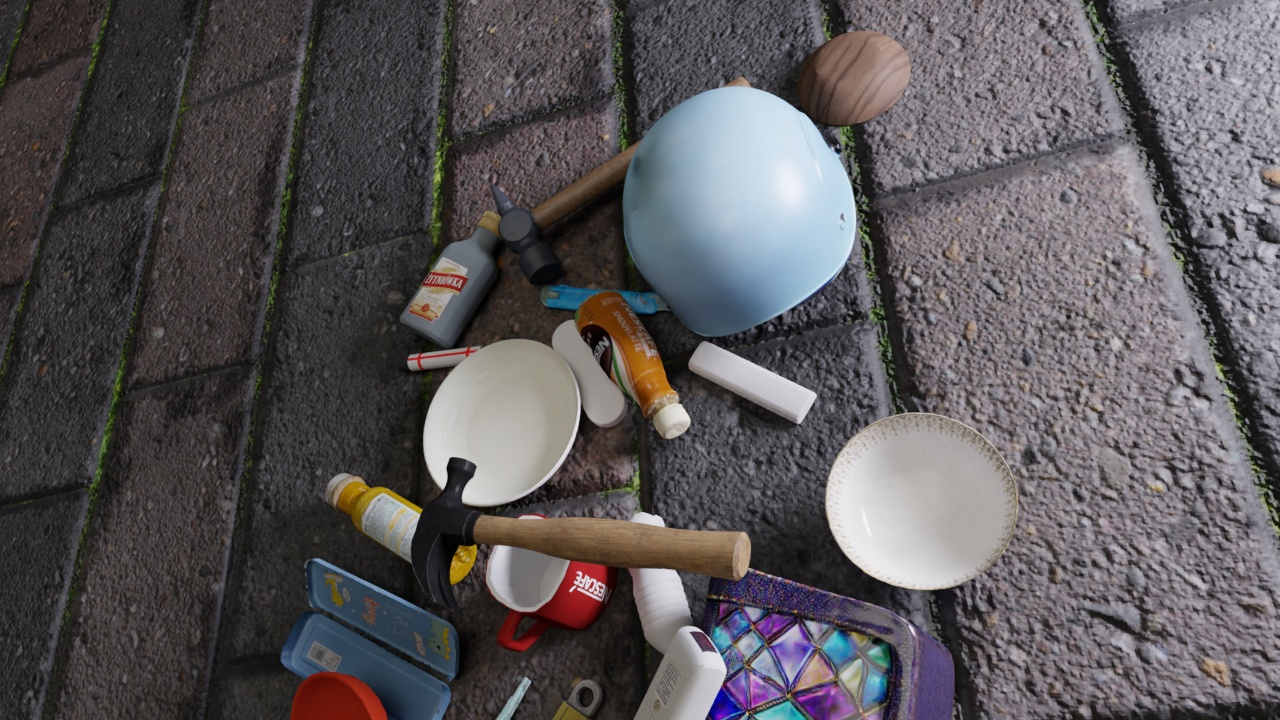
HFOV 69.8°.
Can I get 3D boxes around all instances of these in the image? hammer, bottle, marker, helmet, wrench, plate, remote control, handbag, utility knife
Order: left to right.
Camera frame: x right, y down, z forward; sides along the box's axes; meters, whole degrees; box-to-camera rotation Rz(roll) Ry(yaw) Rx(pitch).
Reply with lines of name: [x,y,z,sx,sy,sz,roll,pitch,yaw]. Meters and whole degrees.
bottle: [-0.251,0.168,0.943,0.186,0.053,0.053,21,77,31]
marker: [-0.206,-0.003,1.023,0.146,0.019,0.019,-6,64,22]
bottle: [-0.205,-0.096,1.051,0.072,0.046,0.161,24,78,31]
plate: [-0.139,0.067,0.951,0.183,0.034,0.182,-10,63,20]
wrench: [-0.115,0.397,0.794,0.084,0.018,0.273,26,79,32]
hammer: [-0.058,0.151,0.750,0.306,0.040,0.132,0,61,29]
remote control: [-0.053,0.012,0.951,0.043,0.013,0.136,-34,57,6]
utility knife: [-0.025,-0.065,0.975,0.198,0.015,0.031,5,70,25]
hammer: [-0.016,-0.219,1.019,0.322,0.040,0.129,-32,69,2]
bottle: [-0.005,0.005,0.906,0.059,0.059,0.167,-36,61,5]
bottle: [0.015,0.203,0.812,0.044,0.044,0.136,-25,59,12]
remote control: [0.018,0.264,0.668,0.138,0.025,0.060,-65,19,5]
helmet: [0.082,-0.166,0.887,0.226,0.167,0.265,-24,45,19]
remote control: [0.104,0.019,0.877,0.131,0.012,0.033,27,80,31]
handbag: [0.107,0.269,0.690,0.222,0.125,0.204,2,67,34]

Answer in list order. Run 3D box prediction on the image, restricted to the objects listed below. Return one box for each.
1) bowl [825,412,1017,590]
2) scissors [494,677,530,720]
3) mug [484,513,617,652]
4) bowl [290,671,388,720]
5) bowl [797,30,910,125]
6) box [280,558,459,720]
bowl: [0.228,0.119,0.744,0.145,0.063,0.145,-10,64,20]
scissors: [-0.149,0.361,0.824,0.174,0.033,0.065,-53,34,-15]
mug: [-0.086,0.206,0.824,0.080,0.096,0.116,22,77,31]
bowl: [-0.275,0.349,0.862,0.122,0.035,0.122,1,93,32]
bowl: [0.221,-0.307,0.966,0.119,0.032,0.119,-10,63,20]
box: [-0.266,0.282,0.908,0.209,0.039,0.126,15,90,29]
